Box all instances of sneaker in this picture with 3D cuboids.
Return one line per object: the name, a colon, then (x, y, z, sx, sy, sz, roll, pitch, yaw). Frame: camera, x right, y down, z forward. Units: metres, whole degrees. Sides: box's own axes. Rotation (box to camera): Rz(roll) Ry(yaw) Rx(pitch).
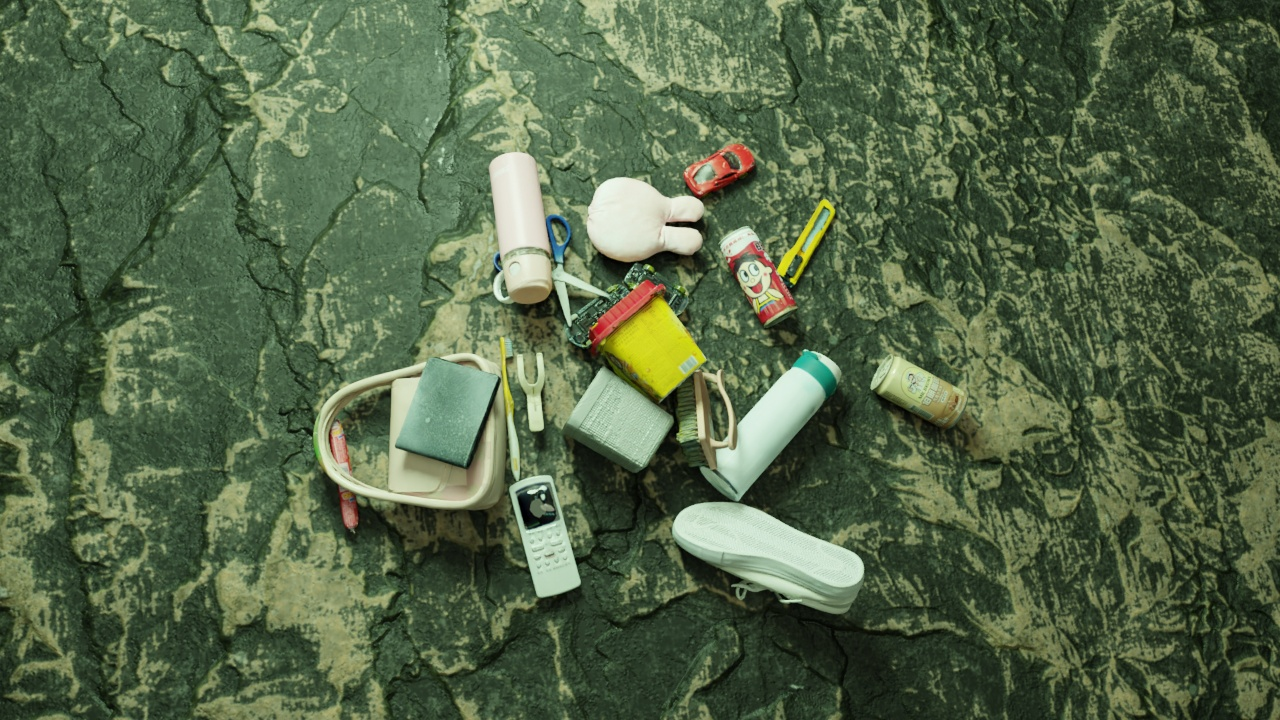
sneaker: (0.156, 0.254, 1.156, 0.242, 0.091, 0.089, 17, 44, 17)

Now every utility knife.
utility knife: (0.230, -0.163, 1.286, 0.033, 0.015, 0.153, 31, 75, -1)

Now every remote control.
remote control: (-0.121, 0.221, 1.156, 0.058, 0.021, 0.150, -15, 80, -9)

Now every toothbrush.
toothbrush: (-0.167, 0.061, 1.193, 0.018, 0.016, 0.191, -4, 77, -16)

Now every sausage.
sausage: (-0.372, 0.141, 1.150, 0.020, 0.020, 0.155, -12, 78, -9)

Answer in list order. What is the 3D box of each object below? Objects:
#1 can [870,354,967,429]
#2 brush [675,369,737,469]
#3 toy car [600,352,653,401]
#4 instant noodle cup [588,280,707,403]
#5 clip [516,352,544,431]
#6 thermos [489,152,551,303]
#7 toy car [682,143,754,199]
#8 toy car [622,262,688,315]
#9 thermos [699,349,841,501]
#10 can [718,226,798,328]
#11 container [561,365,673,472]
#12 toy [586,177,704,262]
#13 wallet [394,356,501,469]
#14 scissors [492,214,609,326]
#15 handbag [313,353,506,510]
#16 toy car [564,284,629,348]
can: (0.374, 0.042, 1.230, 0.116, 0.058, 0.058, 28, 75, 1)
brush: (0.084, 0.067, 1.171, 0.073, 0.063, 0.145, -14, 40, 12)
toy car: (-0.007, 0.007, 1.213, 0.048, 0.032, 0.105, -42, 82, -13)
instant noodle cup: (0.012, -0.018, 1.151, 0.116, 0.116, 0.123, -41, 86, -9)
clip: (-0.138, 0.036, 1.174, 0.035, 0.084, 0.104, -4, 66, -7)
thermos: (-0.165, -0.170, 1.212, 0.087, 0.067, 0.198, -20, 68, 28)
toy car: (0.113, -0.270, 1.292, 0.106, 0.031, 0.049, -29, 82, -14)
toy car: (0.022, -0.093, 1.238, 0.090, 0.035, 0.042, 33, 77, 2)
thermos: (0.176, 0.081, 1.199, 0.073, 0.073, 0.224, 43, 76, 5)
can: (0.159, -0.114, 1.247, 0.053, 0.053, 0.132, -26, 81, -11)
container: (-0.027, 0.080, 1.166, 0.114, 0.090, 0.090, 33, 76, -1)
toy: (0.007, -0.188, 1.249, 0.159, 0.054, 0.121, 8, 74, -6)
wallet: (-0.231, 0.061, 1.100, 0.097, 0.019, 0.120, 15, 77, 11)
scissors: (-0.119, -0.124, 1.230, 0.162, 0.012, 0.174, 3, 68, 3)
handbag: (-0.286, 0.093, 1.142, 0.234, 0.093, 0.193, -1, 76, -2)
toy car: (-0.054, -0.057, 1.223, 0.105, 0.031, 0.049, -37, 80, -11)
